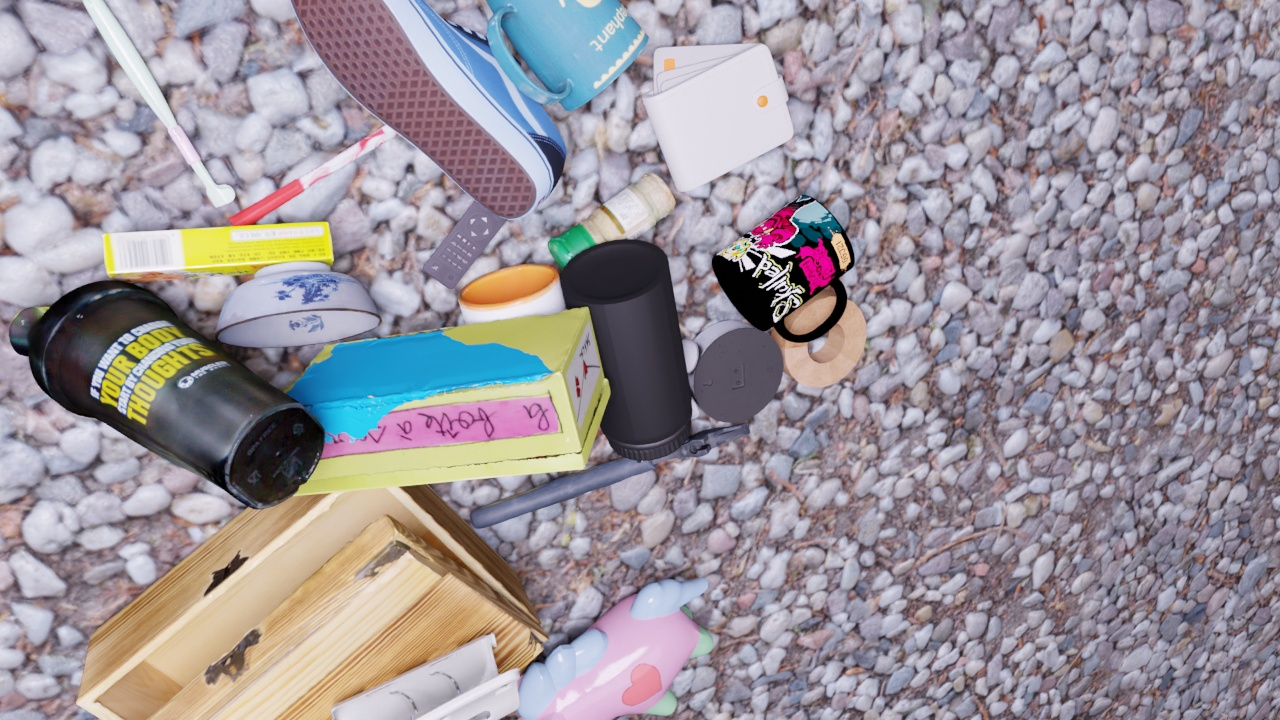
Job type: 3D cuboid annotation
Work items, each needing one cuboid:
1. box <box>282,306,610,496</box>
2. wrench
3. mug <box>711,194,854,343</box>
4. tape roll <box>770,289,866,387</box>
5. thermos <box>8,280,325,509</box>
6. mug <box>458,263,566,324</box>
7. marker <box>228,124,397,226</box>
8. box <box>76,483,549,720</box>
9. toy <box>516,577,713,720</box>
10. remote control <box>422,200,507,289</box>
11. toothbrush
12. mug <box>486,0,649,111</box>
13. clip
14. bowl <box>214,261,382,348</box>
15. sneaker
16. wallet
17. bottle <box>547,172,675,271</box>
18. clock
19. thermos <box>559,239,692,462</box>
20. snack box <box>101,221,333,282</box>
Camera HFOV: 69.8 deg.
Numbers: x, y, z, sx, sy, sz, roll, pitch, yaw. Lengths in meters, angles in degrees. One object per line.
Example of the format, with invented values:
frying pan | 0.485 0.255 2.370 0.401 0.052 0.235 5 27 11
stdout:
box | -0.143 0.029 0.666 0.221 0.124 0.079 -9 114 10
wrench | -0.024 0.103 0.849 0.273 0.073 0.022 -18 91 -10
mug | 0.137 -0.073 0.828 0.098 0.082 0.118 -36 105 -8
tape roll | 0.175 -0.022 0.902 0.094 0.027 0.094 -8 113 -21
thermos | -0.306 0.018 0.600 0.097 0.221 0.098 -43 145 -40
mug | -0.095 -0.016 0.753 0.082 0.082 0.105 -21 118 -16
marker | -0.240 -0.137 0.681 0.142 0.013 0.013 -34 120 -9
box | -0.241 0.247 0.734 0.279 0.192 0.251 -41 122 -7
toy | -0.029 0.294 0.894 0.171 0.120 0.222 27 98 -40
remote control | -0.123 -0.119 0.738 0.032 0.015 0.136 38 92 -31
toothbrush | -0.328 -0.175 0.625 0.022 0.015 0.155 -16 119 17
mug | -0.065 -0.241 0.669 0.104 0.085 0.112 46 55 -24
clip | -0.160 0.258 0.680 0.126 0.101 0.152 -19 159 -26
bowl | -0.250 -0.044 0.671 0.114 0.114 0.045 -7 82 -22
sneaker | -0.148 -0.215 0.672 0.084 0.098 0.241 -29 113 38
wallet | 0.063 -0.220 0.771 0.118 0.037 0.115 -28 119 -8
bottle | -0.024 -0.113 0.770 0.111 0.043 0.043 -37 120 -8
clock | 0.075 0.011 0.867 0.122 0.035 0.095 -12 114 -19
thermos | -0.005 0.005 0.775 0.086 0.086 0.199 -24 132 -14
snack box | -0.299 -0.078 0.658 0.147 0.040 0.029 -7 87 -21
